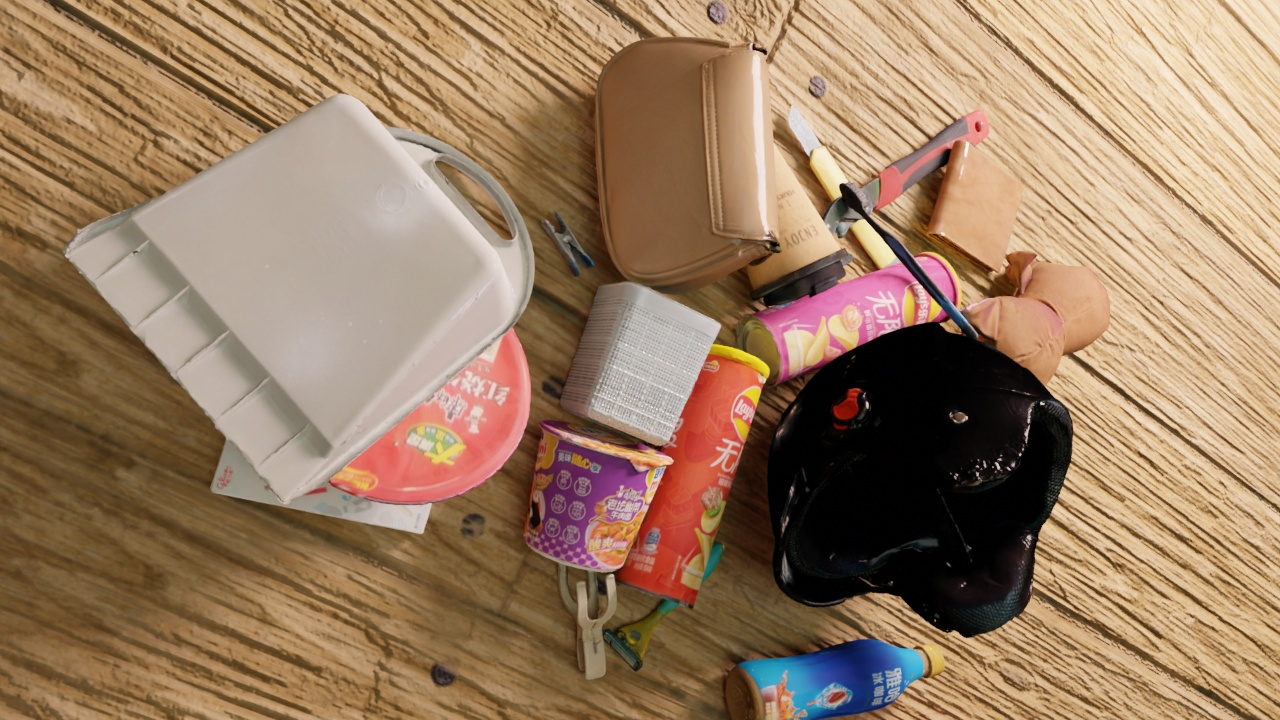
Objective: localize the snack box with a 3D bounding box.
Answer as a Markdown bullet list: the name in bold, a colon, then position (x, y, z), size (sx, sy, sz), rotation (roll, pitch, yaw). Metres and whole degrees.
- **snack box**: position (-0.231, 0.074, 0.694), size (0.156, 0.027, 0.084), rotation (17, 83, -23)

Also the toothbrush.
- **toothbrush**: position (0.246, -0.093, 0.841), size (0.016, 0.014, 0.189), rotation (-32, 79, -40)

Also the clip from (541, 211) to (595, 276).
- **clip**: position (-0.062, -0.097, 0.769), size (0.038, 0.026, 0.058), rotation (-34, 102, -12)

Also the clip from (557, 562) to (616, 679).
- **clip**: position (-0.039, 0.212, 0.753), size (0.035, 0.092, 0.103), rotation (-6, 81, -24)

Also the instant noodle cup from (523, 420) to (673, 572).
- **instant noodle cup**: position (-0.042, 0.109, 0.736), size (0.111, 0.112, 0.099), rotation (18, 91, -22)

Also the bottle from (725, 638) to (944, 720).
- **bottle**: position (0.187, 0.295, 0.849), size (0.218, 0.065, 0.065), rotation (-3, 91, -23)

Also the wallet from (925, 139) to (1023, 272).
- **wallet**: position (0.344, -0.155, 0.937), size (0.115, 0.020, 0.101), rotation (22, 84, -33)

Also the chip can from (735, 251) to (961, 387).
- **chip can**: position (0.195, -0.040, 0.852), size (0.210, 0.071, 0.071), rotation (-19, 97, -22)

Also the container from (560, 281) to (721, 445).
- **container**: position (-0.005, 0.004, 0.758), size (0.090, 0.090, 0.111), rotation (24, 82, -21)

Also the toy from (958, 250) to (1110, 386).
- **toy**: position (0.373, -0.029, 0.908), size (0.199, 0.131, 0.140), rotation (-34, 101, -42)

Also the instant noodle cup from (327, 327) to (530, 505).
- **instant noodle cup**: position (-0.180, 0.020, 0.671), size (0.193, 0.066, 0.193), rotation (12, 60, -22)

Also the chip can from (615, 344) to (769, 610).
- **chip can**: position (0.045, 0.096, 0.781), size (0.073, 0.073, 0.216), rotation (24, 78, -21)

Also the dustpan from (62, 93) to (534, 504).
- **dustpan**: position (-0.202, -0.065, 0.657), size (0.257, 0.143, 0.222), rotation (-42, 88, -8)

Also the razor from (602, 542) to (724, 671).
- **razor**: position (0.027, 0.208, 0.802), size (0.043, 0.028, 0.132), rotation (39, 72, 22)

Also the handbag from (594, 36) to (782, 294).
- **handbag**: position (0.041, -0.159, 0.754), size (0.099, 0.148, 0.204), rotation (4, 83, -66)

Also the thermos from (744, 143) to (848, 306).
- **thermos**: position (0.119, -0.120, 0.814), size (0.093, 0.093, 0.143), rotation (-25, 90, -22)

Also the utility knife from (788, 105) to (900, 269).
- **utility knife**: position (0.197, -0.161, 0.883), size (0.030, 0.020, 0.196), rotation (-45, 113, -23)

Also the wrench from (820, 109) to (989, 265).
- **wrench**: position (0.262, -0.179, 0.904), size (0.272, 0.016, 0.056), rotation (-38, 107, -24)

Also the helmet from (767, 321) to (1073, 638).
- **helmet**: position (0.224, 0.094, 0.783), size (0.275, 0.230, 0.234), rotation (-21, 130, 1)
